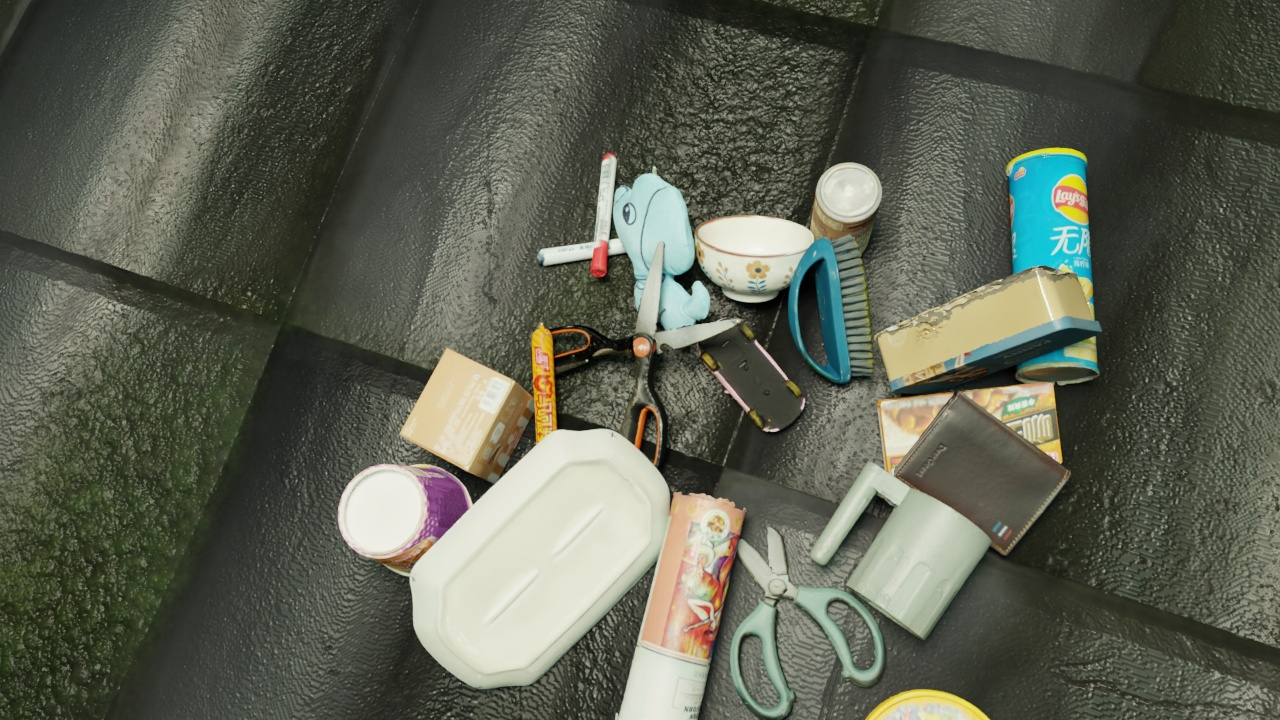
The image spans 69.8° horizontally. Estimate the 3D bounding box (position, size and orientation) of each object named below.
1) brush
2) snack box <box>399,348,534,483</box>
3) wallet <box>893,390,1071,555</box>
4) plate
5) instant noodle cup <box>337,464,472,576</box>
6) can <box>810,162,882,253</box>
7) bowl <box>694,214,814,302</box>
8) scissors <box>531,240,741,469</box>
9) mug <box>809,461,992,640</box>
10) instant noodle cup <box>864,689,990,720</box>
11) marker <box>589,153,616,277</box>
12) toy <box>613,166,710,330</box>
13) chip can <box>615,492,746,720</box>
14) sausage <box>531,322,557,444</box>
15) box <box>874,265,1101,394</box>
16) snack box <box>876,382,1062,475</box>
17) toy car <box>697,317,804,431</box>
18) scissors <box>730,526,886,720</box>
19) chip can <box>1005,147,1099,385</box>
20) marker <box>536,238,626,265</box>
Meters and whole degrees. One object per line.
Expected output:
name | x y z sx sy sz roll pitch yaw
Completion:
brush | 0.174 -0.043 0.849 0.073 0.055 0.144 -13 113 0
snack box | -0.161 0.055 0.877 0.077 0.094 0.092 24 80 13
wallet | 0.302 0.100 0.815 0.122 0.020 0.096 36 97 4
plate | -0.087 0.182 0.831 0.265 0.034 0.162 -43 98 -5
instant noodle cup | -0.224 0.146 0.860 0.111 0.099 0.111 -2 76 8
can | 0.192 -0.136 0.868 0.058 0.116 0.058 -2 75 6
bowl | 0.108 -0.095 0.887 0.113 0.113 0.062 5 119 9
scissors | -0.009 0.003 0.869 0.234 0.021 0.221 -6 92 29
mug | 0.223 0.165 0.799 0.124 0.084 0.103 34 84 12
instant noodle cup | 0.227 0.324 0.739 0.118 0.114 0.118 -2 75 8
marker | -0.037 -0.152 0.943 0.017 0.017 0.145 1 64 8
toy | 0.018 -0.106 0.887 0.049 0.156 0.161 -13 37 -36
chip can | 0.037 0.227 0.815 0.071 0.071 0.214 12 76 11
sausage | -0.092 0.045 0.891 0.021 0.021 0.165 -4 88 7
box | 0.302 -0.025 0.796 0.185 0.089 0.062 -25 71 45
snack box | 0.298 0.065 0.837 0.154 0.026 0.075 -7 89 6
toy car | 0.105 0.014 0.883 0.056 0.037 0.122 -39 86 -1
scissors | 0.124 0.243 0.826 0.172 0.019 0.176 -42 75 -4
chip can | 0.381 -0.087 0.851 0.071 0.071 0.210 2 75 8
marker | -0.043 -0.116 0.947 0.131 0.018 0.022 -7 65 5
